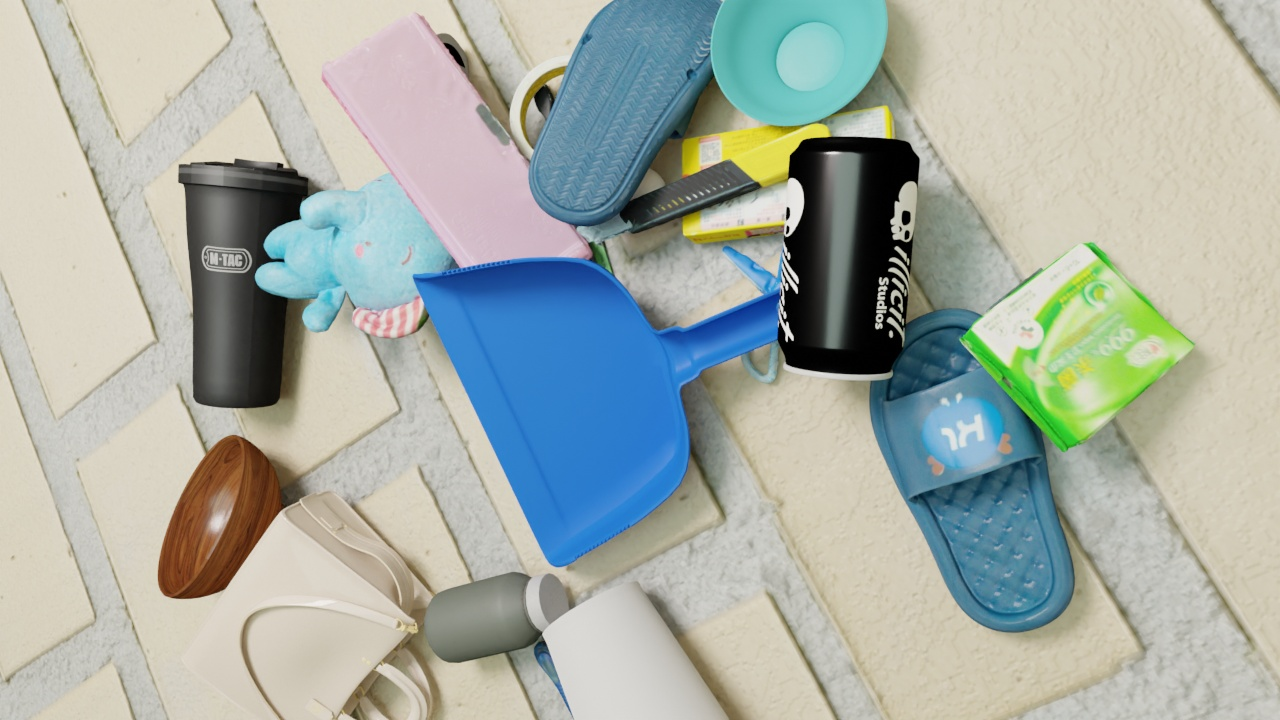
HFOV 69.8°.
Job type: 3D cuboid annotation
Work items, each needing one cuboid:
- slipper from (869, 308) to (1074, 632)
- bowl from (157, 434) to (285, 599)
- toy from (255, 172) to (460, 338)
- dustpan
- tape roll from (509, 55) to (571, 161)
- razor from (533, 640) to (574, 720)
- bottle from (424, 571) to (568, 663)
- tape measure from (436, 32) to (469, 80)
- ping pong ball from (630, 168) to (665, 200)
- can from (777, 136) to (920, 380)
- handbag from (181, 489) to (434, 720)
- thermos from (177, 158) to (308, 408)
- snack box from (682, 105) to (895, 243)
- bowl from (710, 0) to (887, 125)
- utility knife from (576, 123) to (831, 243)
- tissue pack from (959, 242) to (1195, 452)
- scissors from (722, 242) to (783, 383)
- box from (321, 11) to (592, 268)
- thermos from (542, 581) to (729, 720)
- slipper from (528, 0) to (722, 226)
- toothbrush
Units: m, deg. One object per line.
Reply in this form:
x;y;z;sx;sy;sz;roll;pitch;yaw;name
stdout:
0.211;0.072;0.594;0.104;0.059;0.213;-19;83;25;slipper
-0.362;0.147;0.823;0.148;0.068;0.147;-29;47;35;bowl
-0.230;-0.098;0.744;0.181;0.115;0.183;-2;62;7;toy
-0.004;0.004;0.665;0.258;0.059;0.245;-23;100;4;dustpan
-0.055;-0.190;0.718;0.094;0.019;0.094;0;88;7;tape roll
-0.045;0.284;0.723;0.044;0.018;0.141;-35;73;16;razor
-0.114;0.202;0.730;0.109;0.060;0.060;-19;82;22;bottle
-0.165;-0.237;0.754;0.017;0.065;0.064;-1;91;23;tape measure
0.000;-0.126;0.695;0.040;0.040;0.040;0;89;23;ping pong ball
0.131;-0.065;0.585;0.080;0.080;0.146;6;99;23;can
-0.258;0.243;0.782;0.198;0.101;0.195;40;104;6;handbag
-0.357;-0.071;0.820;0.106;0.105;0.219;8;98;23;thermos
0.104;-0.130;0.655;0.152;0.025;0.075;-4;81;23;snack box
0.114;-0.220;0.644;0.121;0.046;0.121;0;89;23;bowl
0.042;-0.121;0.654;0.198;0.020;0.028;-17;75;19;utility knife
0.265;-0.011;0.564;0.114;0.034;0.099;-36;73;-10;tissue pack
0.102;-0.040;0.668;0.125;0.016;0.125;43;102;22;scissors
-0.140;-0.147;0.705;0.098;0.041;0.233;-38;95;-11;box
0.016;0.275;0.646;0.132;0.131;0.221;-38;68;18;thermos
-0.011;-0.190;0.674;0.104;0.059;0.213;28;77;10;slipper
-0.051;-0.140;0.735;0.014;0.017;0.188;-22;84;25;toothbrush
